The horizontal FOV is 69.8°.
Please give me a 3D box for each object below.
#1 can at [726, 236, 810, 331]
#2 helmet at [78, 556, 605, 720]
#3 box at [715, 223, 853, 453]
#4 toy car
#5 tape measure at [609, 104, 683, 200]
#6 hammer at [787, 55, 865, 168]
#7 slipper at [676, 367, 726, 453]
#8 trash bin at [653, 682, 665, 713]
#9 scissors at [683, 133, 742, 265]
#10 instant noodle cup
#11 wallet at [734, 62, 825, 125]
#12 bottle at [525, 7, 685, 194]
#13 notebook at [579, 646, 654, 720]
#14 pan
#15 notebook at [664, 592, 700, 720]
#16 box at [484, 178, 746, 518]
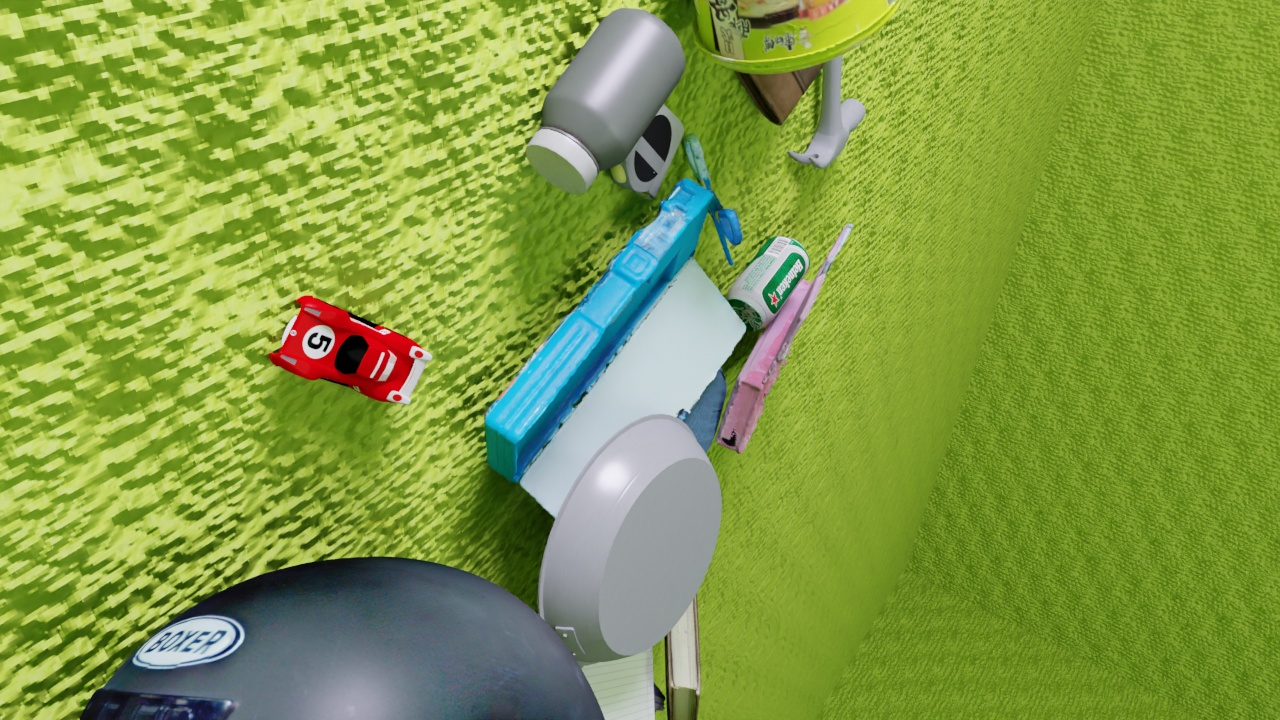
[{"bbox_3d":[0.127,-0.079,0.917,0.101,0.053,0.053,-52,151,-28],"label":"can"},{"bbox_3d":[-0.151,0.215,0.431,0.315,0.250,0.235,7,76,-58],"label":"helmet"},{"bbox_3d":[0.146,-0.033,0.934,0.232,0.039,0.179,-52,167,-54],"label":"box"},{"bbox_3d":[-0.150,-0.003,0.480,0.038,0.025,0.089,-64,155,-3],"label":"toy car"},{"bbox_3d":[0.003,-0.151,0.655,0.064,0.017,0.065,-65,155,-1],"label":"tape measure"},{"bbox_3d":[0.174,-0.309,0.836,0.124,0.029,0.311,-52,151,-28],"label":"hammer"},{"bbox_3d":[0.044,0.044,0.864,0.213,0.059,0.104,-6,110,-77],"label":"slipper"},{"bbox_3d":[-0.051,0.365,0.895,0.092,0.094,0.161,29,89,-29],"label":"trash bin"},{"bbox_3d":[0.056,-0.127,0.727,0.125,0.015,0.127,-116,-175,-79],"label":"scissors"},{"bbox_3d":[0.093,-0.267,0.592,0.146,0.146,0.098,-54,142,-23],"label":"instant noodle cup"},{"bbox_3d":[0.121,-0.261,0.756,0.099,0.027,0.121,-54,150,3],"label":"wallet"},{"bbox_3d":[-0.022,-0.155,0.553,0.108,0.060,0.060,-58,154,-16],"label":"bottle"},{"bbox_3d":[-0.024,0.219,0.802,0.178,0.013,0.245,34,52,-65],"label":"notebook"},{"bbox_3d":[-0.046,0.189,0.657,0.355,0.051,0.201,-48,140,-31],"label":"pan"},{"bbox_3d":[0.042,0.284,0.972,0.190,0.034,0.215,88,2,-48],"label":"notebook"},{"bbox_3d":[-0.019,-0.001,0.692,0.243,0.071,0.170,-53,143,-24],"label":"box"}]
